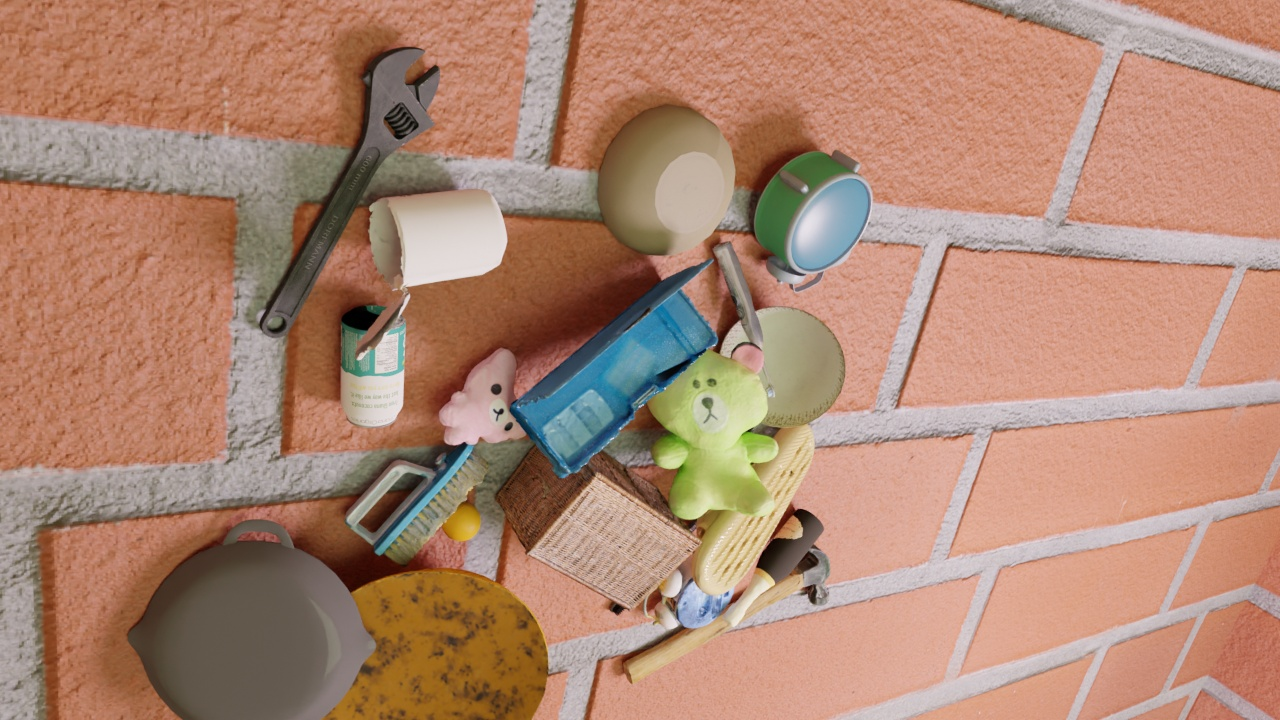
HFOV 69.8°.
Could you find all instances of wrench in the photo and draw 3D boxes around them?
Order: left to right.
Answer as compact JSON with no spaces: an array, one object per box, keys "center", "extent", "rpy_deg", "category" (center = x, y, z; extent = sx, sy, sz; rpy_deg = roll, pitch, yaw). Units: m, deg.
[{"center":[-0.246,-0.137,0.765],"extent":[0.073,0.018,0.273],"rpy_deg":[24,101,-48],"category":"wrench"}]

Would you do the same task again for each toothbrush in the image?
[{"center":[0.023,0.254,1.147],"extent":[0.167,0.013,0.013],"rpy_deg":[-47,130,-8],"category":"toothbrush"},{"center":[0.120,-0.043,1.015],"extent":[0.024,0.022,0.186],"rpy_deg":[-28,108,-25],"category":"toothbrush"}]

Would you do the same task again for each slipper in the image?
[{"center":[0.127,0.174,1.137],"extent":[0.260,0.079,0.111],"rpy_deg":[-49,135,-27],"category":"slipper"}]

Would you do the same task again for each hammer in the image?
[{"center":[0.124,0.345,1.248],"extent":[0.329,0.033,0.132],"rpy_deg":[-23,126,-22],"category":"hammer"}]

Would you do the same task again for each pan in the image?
[{"center":[-0.361,0.322,0.841],"extent":[0.216,0.024,0.354],"rpy_deg":[4,97,-8],"category":"pan"}]

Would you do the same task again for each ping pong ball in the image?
[{"center":[-0.185,0.166,0.946],"extent":[0.040,0.040,0.040],"rpy_deg":[-15,120,-27],"category":"ping pong ball"}]

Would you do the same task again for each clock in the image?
[{"center":[0.059,0.295,1.165],"extent":[0.125,0.052,0.089],"rpy_deg":[-10,119,-29],"category":"clock"},{"center":[0.187,-0.147,1.015],"extent":[0.121,0.075,0.162],"rpy_deg":[-25,137,-22],"category":"clock"}]

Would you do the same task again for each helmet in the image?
[{"center":[-0.217,0.299,0.931],"extent":[0.255,0.131,0.205],"rpy_deg":[-18,95,-1],"category":"helmet"}]

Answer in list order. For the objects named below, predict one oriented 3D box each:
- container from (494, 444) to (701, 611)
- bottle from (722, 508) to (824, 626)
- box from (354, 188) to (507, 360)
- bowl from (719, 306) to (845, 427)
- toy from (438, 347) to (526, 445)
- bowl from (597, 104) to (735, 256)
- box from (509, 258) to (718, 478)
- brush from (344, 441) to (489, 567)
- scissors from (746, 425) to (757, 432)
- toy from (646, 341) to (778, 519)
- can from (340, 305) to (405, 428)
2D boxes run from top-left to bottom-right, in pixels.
[{"center":[-0.047,0.170,0.992],"extent":[0.113,0.114,0.198],"rpy_deg":[-48,128,2],"category":"container"},{"center":[0.171,0.276,1.208],"extent":[0.184,0.045,0.045],"rpy_deg":[-45,131,-22],"category":"bottle"},{"center":[-0.182,-0.075,0.772],"extent":[0.146,0.084,0.136],"rpy_deg":[-11,91,-34],"category":"box"},{"center":[0.168,0.000,1.059],"extent":[0.063,0.145,0.145],"rpy_deg":[-38,142,-62],"category":"bowl"},{"center":[-0.154,0.047,0.895],"extent":[0.095,0.053,0.099],"rpy_deg":[-30,123,-36],"category":"toy"},{"center":[0.036,-0.172,0.912],"extent":[0.152,0.050,0.152],"rpy_deg":[-15,121,-27],"category":"bowl"},{"center":[-0.005,0.004,0.891],"extent":[0.231,0.112,0.094],"rpy_deg":[-40,98,-27],"category":"box"},{"center":[-0.217,0.128,0.900],"extent":[0.075,0.055,0.136],"rpy_deg":[44,86,-18],"category":"brush"},{"center":[0.156,0.050,1.129],"extent":[0.164,0.012,0.150],"rpy_deg":[9,109,-37],"category":"scissors"},{"center":[0.078,0.076,1.023],"extent":[0.150,0.107,0.196],"rpy_deg":[-3,85,-3],"category":"toy"},{"center":[-0.239,0.005,0.819],"extent":[0.054,0.055,0.102],"rpy_deg":[-6,116,-31],"category":"can"}]
